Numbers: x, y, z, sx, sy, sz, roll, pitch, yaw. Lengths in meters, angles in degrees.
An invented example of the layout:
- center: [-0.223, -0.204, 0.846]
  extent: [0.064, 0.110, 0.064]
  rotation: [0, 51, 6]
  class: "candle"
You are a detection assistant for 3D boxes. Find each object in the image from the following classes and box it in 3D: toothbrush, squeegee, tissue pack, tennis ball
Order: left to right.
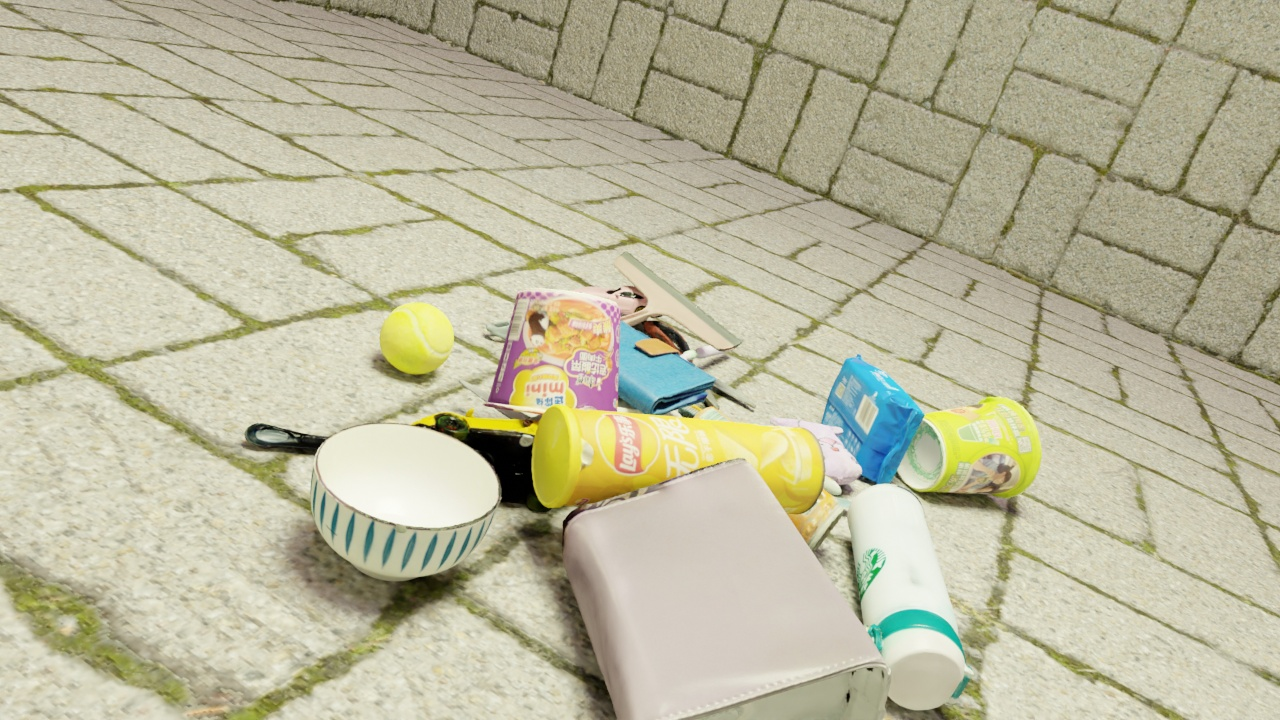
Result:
- center: [-0.203, -0.020, 0.833]
  extent: [0.065, 0.066, 0.065]
  rotation: [17, 21, -7]
  class: "tennis ball"
- center: [-0.059, -0.044, 1.033]
  extent: [0.249, 0.040, 0.247]
  rotation: [-11, 36, -31]
  class: "squeegee"
- center: [0.076, -0.006, 1.074]
  extent: [0.029, 0.021, 0.188]
  rotation: [-2, 6, 26]
  class: "toothbrush"
- center: [0.114, 0.087, 0.912]
  extent: [0.191, 0.016, 0.018]
  rotation: [28, 34, 29]
  class: "toothbrush"
- center: [0.248, 0.062, 0.993]
  extent: [0.052, 0.095, 0.157]
  rotation: [15, 19, -15]
  class: "tissue pack"

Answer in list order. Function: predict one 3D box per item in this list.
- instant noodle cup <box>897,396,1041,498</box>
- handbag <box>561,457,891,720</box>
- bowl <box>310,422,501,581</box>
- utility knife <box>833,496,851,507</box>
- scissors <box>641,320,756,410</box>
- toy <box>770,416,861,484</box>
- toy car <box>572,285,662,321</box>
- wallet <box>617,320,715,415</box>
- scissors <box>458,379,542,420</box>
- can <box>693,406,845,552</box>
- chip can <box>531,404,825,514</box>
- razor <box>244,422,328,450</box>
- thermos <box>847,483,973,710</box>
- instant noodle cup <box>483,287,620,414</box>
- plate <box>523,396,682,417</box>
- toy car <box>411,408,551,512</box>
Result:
- center: [0.343, 0.096, 0.986]
  extent: [0.123, 0.112, 0.111]
  rotation: [0, 28, -27]
  class: "instant noodle cup"
- center: [0.039, 0.159, 0.559]
  extent: [0.144, 0.099, 0.197]
  rotation: [-5, 28, -15]
  class: "handbag"
- center: [-0.153, 0.097, 0.584]
  extent: [0.116, 0.066, 0.116]
  rotation: [17, 22, -7]
  class: "bowl"
- center: [0.102, 0.120, 0.829]
  extent: [0.222, 0.013, 0.029]
  rotation: [9, 23, -20]
  class: "utility knife"
- center: [0.039, -0.001, 1.075]
  extent: [0.227, 0.015, 0.188]
  rotation: [23, 21, 5]
  class: "scissors"
- center: [0.186, 0.093, 0.934]
  extent: [0.083, 0.039, 0.108]
  rotation: [7, 23, -16]
  class: "toy"
- center: [-0.027, -0.076, 1.149]
  extent: [0.122, 0.037, 0.056]
  rotation: [10, 13, 5]
  class: "toy car"
- center: [-0.005, 0.005, 0.892]
  extent: [0.133, 0.040, 0.106]
  rotation: [33, 28, 30]
  class: "wallet"
- center: [-0.080, 0.055, 0.786]
  extent: [0.173, 0.012, 0.161]
  rotation: [31, 42, 13]
  class: "scissors"
- center: [0.099, 0.103, 0.783]
  extent: [0.146, 0.058, 0.058]
  rotation: [37, 26, 20]
  class: "can"
- center: [0.030, 0.076, 0.676]
  extent: [0.213, 0.072, 0.072]
  rotation: [6, 25, -27]
  class: "chip can"
- center: [-0.217, 0.063, 0.680]
  extent: [0.142, 0.022, 0.042]
  rotation: [8, 68, -20]
  class: "razor"
- center: [0.198, 0.174, 0.707]
  extent: [0.073, 0.073, 0.223]
  rotation: [20, 21, 1]
  class: "thermos"
- center: [-0.063, -0.003, 0.736]
  extent: [0.111, 0.099, 0.111]
  rotation: [9, -5, 1]
  class: "instant noodle cup"
- center: [-0.039, 0.034, 0.890]
  extent: [0.164, 0.034, 0.164]
  rotation: [24, 20, 12]
  class: "plate"
- center: [-0.110, 0.072, 0.680]
  extent: [0.155, 0.071, 0.041]
  rotation: [6, 26, -30]
  class: "toy car"
